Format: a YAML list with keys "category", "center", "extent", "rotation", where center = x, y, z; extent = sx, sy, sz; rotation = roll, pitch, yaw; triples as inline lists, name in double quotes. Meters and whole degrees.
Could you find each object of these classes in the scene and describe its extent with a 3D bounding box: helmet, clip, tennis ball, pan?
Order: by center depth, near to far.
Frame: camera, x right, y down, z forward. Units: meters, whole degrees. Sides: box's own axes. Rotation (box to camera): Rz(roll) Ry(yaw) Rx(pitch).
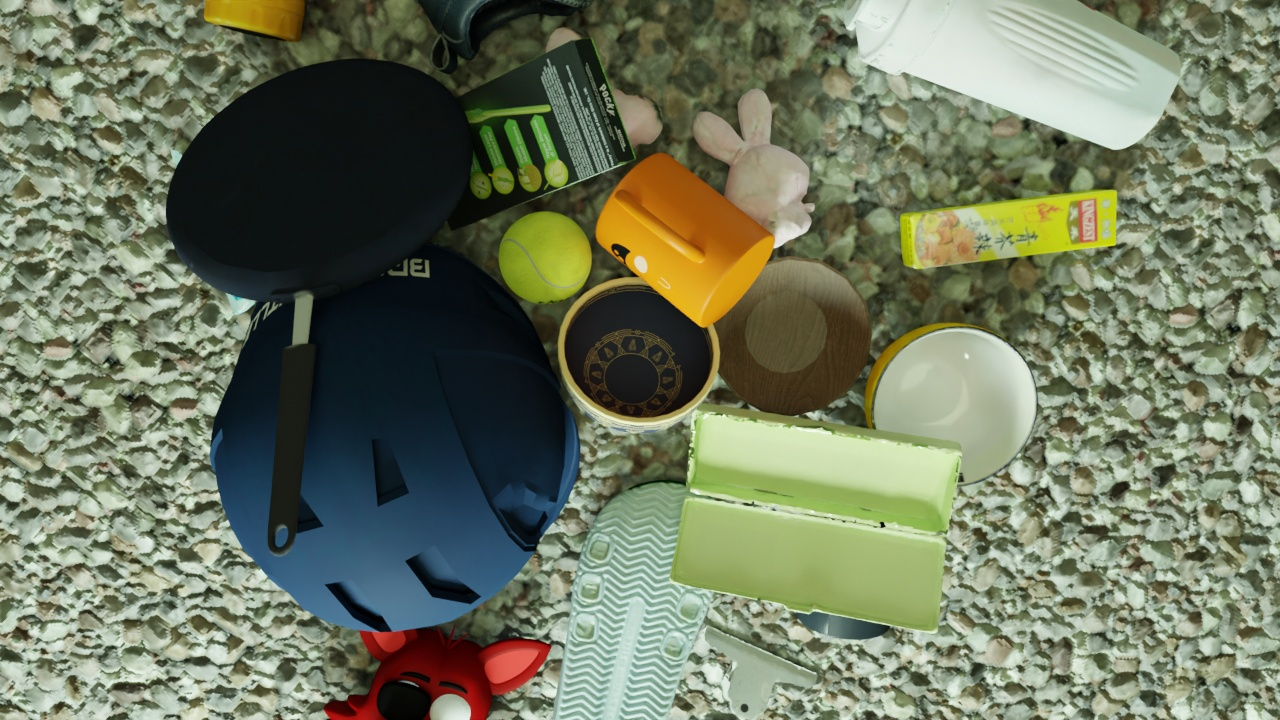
- category: "pan"
  center: [-0.196, -0.056, 0.540]
  extent: [0.199, 0.021, 0.355]
  rotation: [-9, 59, 3]
- category: "helmet"
  center: [-0.156, 0.078, 0.622]
  extent: [0.232, 0.222, 0.272]
  rotation: [-20, 137, 3]
- category: "tennis ball"
  center: [-0.067, -0.072, 0.646]
  extent: [0.065, 0.065, 0.065]
  rotation: [0, 101, -1]
- category: "clip"
  center: [0.088, 0.257, 0.733]
  extent: [0.101, 0.040, 0.054]
  rotation: [25, 87, -4]

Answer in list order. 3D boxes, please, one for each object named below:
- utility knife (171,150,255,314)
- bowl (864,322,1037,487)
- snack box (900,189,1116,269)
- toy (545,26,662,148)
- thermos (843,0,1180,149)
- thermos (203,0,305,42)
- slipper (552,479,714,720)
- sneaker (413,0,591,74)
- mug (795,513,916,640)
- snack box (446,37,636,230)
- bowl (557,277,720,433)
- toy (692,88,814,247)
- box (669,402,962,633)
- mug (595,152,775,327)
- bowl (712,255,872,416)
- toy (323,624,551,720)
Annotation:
- category: "utility knife"
  center: [-0.312, -0.094, 0.666]
  extent: [0.022, 0.015, 0.124]
  rotation: [-17, 100, 29]
- category: "bowl"
  center: [0.218, 0.027, 0.668]
  extent: [0.117, 0.067, 0.117]
  rotation: [0, 101, -1]
- category: "snack box"
  center: [0.265, -0.095, 0.664]
  extent: [0.148, 0.029, 0.040]
  rotation: [-7, 102, 1]
- category: "toy"
  center: [-0.045, -0.165, 0.637]
  extent: [0.099, 0.052, 0.096]
  rotation: [44, 110, -3]
- category: "thermos"
  center: [0.241, -0.215, 0.615]
  extent: [0.220, 0.099, 0.099]
  rotation: [19, 100, -10]
- category: "thermos"
  center: [-0.239, -0.331, 0.594]
  extent: [0.076, 0.091, 0.233]
  rotation: [4, 103, -34]
- category: "slipper"
  center: [-0.009, 0.209, 0.697]
  extent: [0.104, 0.074, 0.245]
  rotation: [16, 84, -1]
- category: "sneaker"
  center: [-0.048, -0.275, 0.597]
  extent: [0.236, 0.089, 0.087]
  rotation: [-29, 97, 11]
- category: "mug"
  center: [0.171, 0.157, 0.700]
  extent: [0.105, 0.071, 0.077]
  rotation: [-4, 103, -27]
- category: "snack box"
  center: [-0.083, -0.148, 0.616]
  extent: [0.148, 0.025, 0.080]
  rotation: [-14, 103, 32]
- category: "bowl"
  center: [-0.004, 0.004, 0.658]
  extent: [0.112, 0.061, 0.112]
  rotation: [2, 65, -5]
- category: "toy"
  center: [0.082, -0.133, 0.647]
  extent: [0.063, 0.047, 0.110]
  rotation: [-24, 92, -4]
- category: "box"
  center: [0.120, 0.107, 0.644]
  extent: [0.188, 0.047, 0.140]
  rotation: [6, 86, 14]
- category: "mug"
  center: [0.025, -0.083, 0.608]
  extent: [0.096, 0.112, 0.078]
  rotation: [40, 100, 15]
- category: "bowl"
  center: [0.109, -0.019, 0.677]
  extent: [0.118, 0.030, 0.118]
  rotation: [0, 101, -1]
- category: "toy"
  center: [-0.170, 0.291, 0.698]
  extent: [0.158, 0.120, 0.197]
  rotation: [18, 92, -2]
